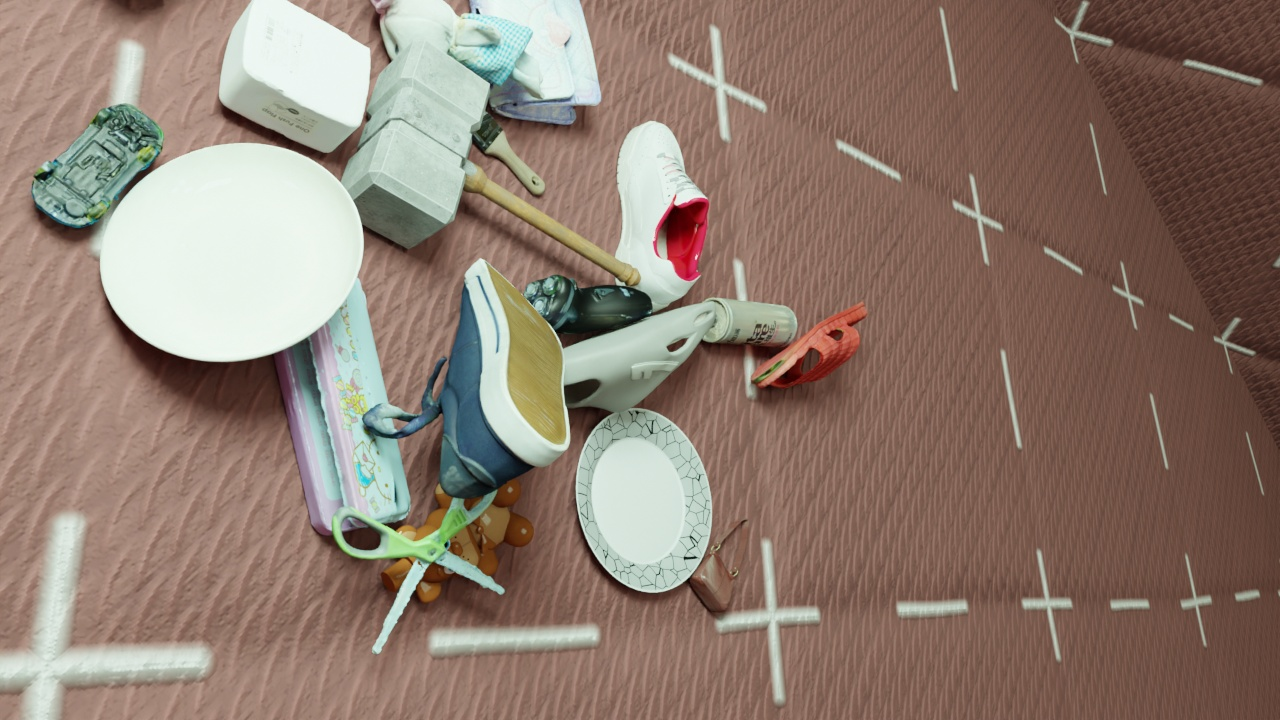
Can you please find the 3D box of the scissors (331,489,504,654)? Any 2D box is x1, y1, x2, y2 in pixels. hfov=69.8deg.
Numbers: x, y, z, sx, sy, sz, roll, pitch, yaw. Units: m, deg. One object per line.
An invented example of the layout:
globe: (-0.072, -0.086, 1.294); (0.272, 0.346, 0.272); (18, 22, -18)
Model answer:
scissors: (-0.165, 0.149, 0.720); (0.171, 0.021, 0.172); (39, 68, -40)

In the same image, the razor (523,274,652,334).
razor: (-0.049, -0.061, 0.932); (0.140, 0.064, 0.053); (-6, 49, -32)

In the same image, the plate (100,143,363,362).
plate: (-0.298, -0.077, 0.684); (0.182, 0.034, 0.182); (3, 67, -6)

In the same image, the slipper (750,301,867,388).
slipper: (0.230, -0.012, 1.165); (0.248, 0.104, 0.059); (-28, 81, -47)

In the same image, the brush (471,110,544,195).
brush: (-0.152, -0.227, 0.938); (0.151, 0.012, 0.038); (46, 49, -22)

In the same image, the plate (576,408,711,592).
plate: (0.003, 0.144, 0.951); (0.188, 0.016, 0.188); (17, 65, -39)

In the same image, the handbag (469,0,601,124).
handbag: (-0.115, -0.338, 0.976); (0.126, 0.069, 0.158); (-7, 83, -43)

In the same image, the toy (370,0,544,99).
toy: (-0.184, -0.308, 0.886); (0.205, 0.131, 0.106); (32, 99, -19)

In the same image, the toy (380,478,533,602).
toy: (-0.155, 0.150, 0.768); (0.127, 0.065, 0.095); (-31, 106, -40)

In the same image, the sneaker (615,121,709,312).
sneaker: (0.036, -0.177, 1.034); (0.090, 0.105, 0.236); (24, 60, -36)

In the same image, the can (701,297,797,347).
can: (0.131, -0.045, 1.115); (0.135, 0.054, 0.054); (2, 74, -44)

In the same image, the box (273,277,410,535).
box: (-0.239, 0.030, 0.738); (0.077, 0.065, 0.214); (-5, 79, -58)

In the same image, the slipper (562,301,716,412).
slipper: (-0.006, 0.005, 0.941); (0.265, 0.113, 0.080); (-26, 105, -51)

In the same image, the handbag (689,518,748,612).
handbag: (0.096, 0.217, 1.012); (0.055, 0.029, 0.119); (56, 41, -16)

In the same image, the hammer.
hammer: (-0.118, -0.148, 0.892); (0.317, 0.083, 0.162); (29, 57, -34)

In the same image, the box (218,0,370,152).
box: (-0.302, -0.237, 0.784); (0.107, 0.091, 0.102); (23, 52, -42)

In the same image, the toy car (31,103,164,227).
toy car: (-0.392, -0.140, 0.663); (0.048, 0.032, 0.105); (41, 57, -27)

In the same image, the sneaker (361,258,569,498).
sneaker: (-0.142, 0.013, 0.774); (0.120, 0.127, 0.294); (44, 16, -29)
